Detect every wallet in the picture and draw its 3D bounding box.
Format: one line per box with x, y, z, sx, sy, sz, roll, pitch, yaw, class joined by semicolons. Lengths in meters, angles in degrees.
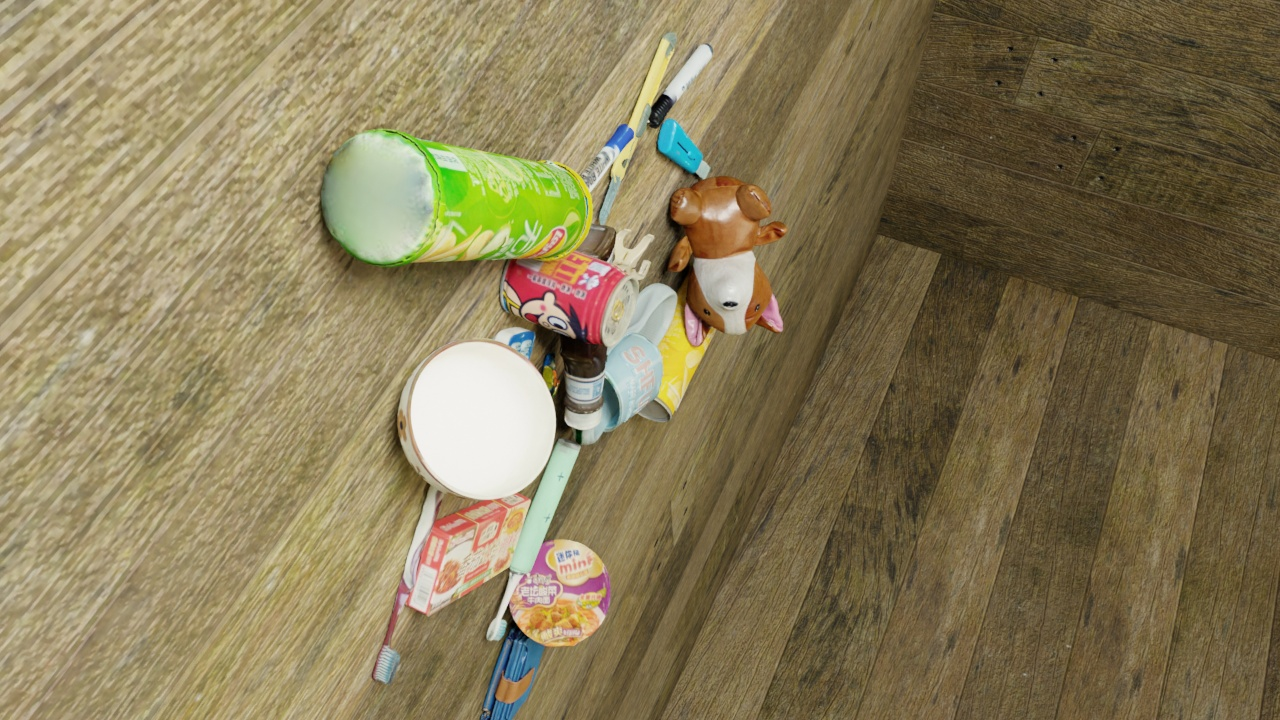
-0.142;0.362;1.080;0.106;0.040;0.133;-30;138;-72;wallet

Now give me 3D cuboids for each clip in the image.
-0.015;-0.103;0.890;0.104;0.035;0.081;-47;152;-66;clip

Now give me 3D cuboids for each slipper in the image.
-0.006;0.006;1.006;0.104;0.074;0.244;97;20;-44;slipper

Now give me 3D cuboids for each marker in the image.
-0.044;-0.154;0.782;0.145;0.017;0.017;-58;161;-33;marker
0.039;-0.272;0.906;0.130;0.018;0.023;-57;169;-34;marker

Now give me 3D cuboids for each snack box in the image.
-0.151;0.168;0.821;0.075;0.025;0.152;-71;164;9;snack box

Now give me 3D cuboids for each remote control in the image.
-0.119;0.033;0.757;0.049;0.024;0.125;-18;126;-70;remote control

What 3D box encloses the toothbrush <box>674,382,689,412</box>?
0.084;-0.027;1.346;0.026;0.026;0.220;37;71;-38;toothbrush

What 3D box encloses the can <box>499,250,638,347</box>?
-0.055;-0.054;0.729;0.066;0.094;0.067;-58;160;-35;can

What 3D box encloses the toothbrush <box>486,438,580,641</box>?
-0.115;0.188;0.961;0.027;0.026;0.224;25;86;-45;toothbrush

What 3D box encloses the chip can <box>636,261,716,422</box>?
0.053;-0.028;1.158;0.212;0.072;0.072;-61;162;-25;chip can

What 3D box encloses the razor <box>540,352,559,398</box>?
-0.089;0.029;0.801;0.142;0.022;0.043;-65;170;-76;razor

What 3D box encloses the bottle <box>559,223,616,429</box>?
-0.050;-0.024;0.836;0.079;0.044;0.195;-68;165;-56;bottle

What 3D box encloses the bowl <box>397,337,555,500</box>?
-0.123;0.044;0.654;0.062;0.113;0.113;-17;-144;53;bowl

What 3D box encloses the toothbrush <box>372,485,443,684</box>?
-0.184;0.178;0.739;0.188;0.017;0.016;-71;165;9;toothbrush

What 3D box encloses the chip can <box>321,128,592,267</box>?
-0.102;-0.095;0.565;0.221;0.072;0.073;-19;128;-70;chip can

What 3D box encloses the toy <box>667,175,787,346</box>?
0.102;-0.111;1.072;0.130;0.140;0.200;-83;169;-60;toy

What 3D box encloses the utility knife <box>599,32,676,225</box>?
-0.006;-0.214;0.846;0.195;0.020;0.031;-65;158;2;utility knife

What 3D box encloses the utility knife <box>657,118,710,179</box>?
0.053;-0.226;1.011;0.206;0.018;0.034;-2;112;-74;utility knife

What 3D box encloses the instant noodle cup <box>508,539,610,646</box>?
-0.088;0.262;1.021;0.099;0.111;0.111;95;21;-70;instant noodle cup
